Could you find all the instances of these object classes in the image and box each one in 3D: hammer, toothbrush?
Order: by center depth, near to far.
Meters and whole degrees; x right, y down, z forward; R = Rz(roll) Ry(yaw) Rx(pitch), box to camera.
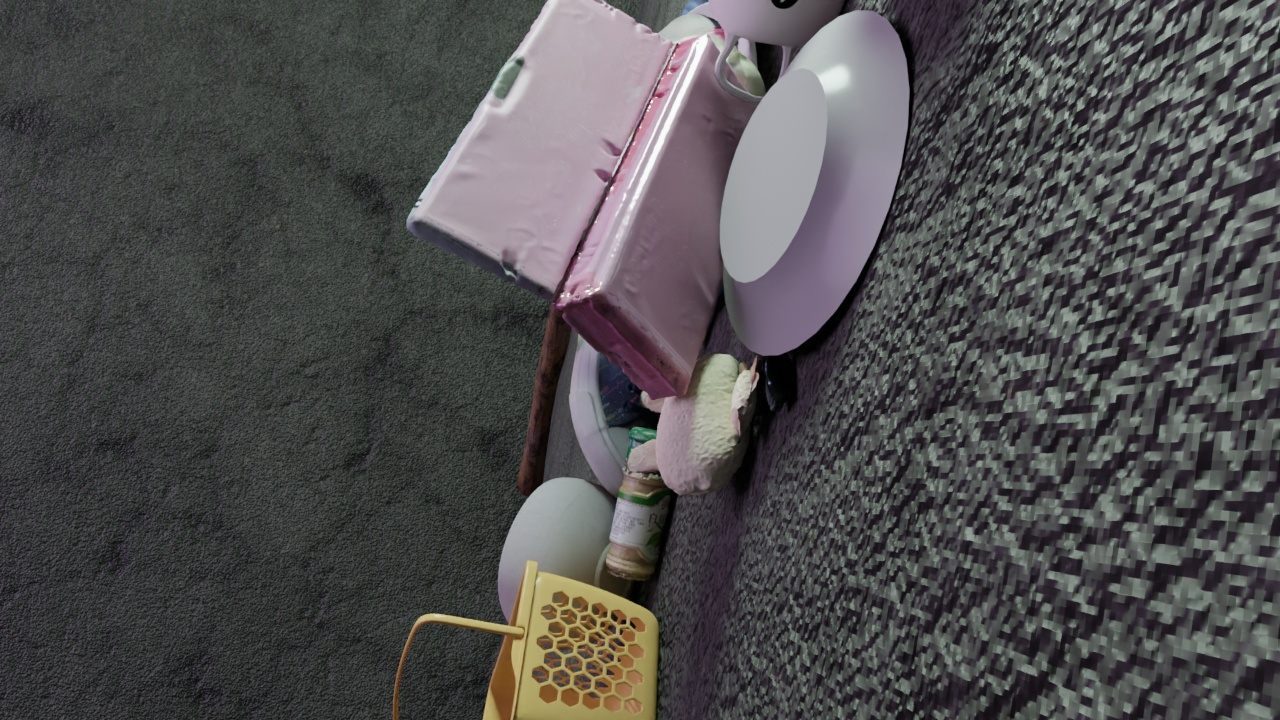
[{"bbox_3d":[0.073,-0.042,0.516,0.187,0.014,0.017,-85,3,-47],"label":"toothbrush"},{"bbox_3d":[-0.075,-0.003,0.794,0.119,0.033,0.331,-93,14,-54],"label":"hammer"}]

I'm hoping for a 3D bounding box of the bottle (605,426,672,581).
[{"bbox_3d":[0.001,0.106,0.682,0.043,0.042,0.110,-178,100,-82],"label":"bottle"}]

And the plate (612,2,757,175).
[{"bbox_3d":[0.043,-0.197,0.810,0.230,0.030,0.229,-30,54,54],"label":"plate"}]

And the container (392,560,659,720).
[{"bbox_3d":[-0.087,0.242,0.634,0.129,0.167,0.184,-86,12,-48],"label":"container"}]

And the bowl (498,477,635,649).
[{"bbox_3d":[-0.045,0.162,0.723,0.131,0.064,0.132,-15,-73,-57],"label":"bowl"}]

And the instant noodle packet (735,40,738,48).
[{"bbox_3d":[0.105,-0.333,0.606,0.269,0.057,0.146,128,161,-76],"label":"instant noodle packet"}]

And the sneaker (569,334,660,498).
[{"bbox_3d":[-0.005,0.005,0.779,0.079,0.087,0.235,-26,47,27],"label":"sneaker"}]

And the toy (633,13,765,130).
[{"bbox_3d":[0.023,-0.156,0.710,0.137,0.085,0.210,54,133,53],"label":"toy"}]

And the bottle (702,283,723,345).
[{"bbox_3d":[0.038,-0.069,0.661,0.048,0.048,0.131,-91,0,-60],"label":"bottle"}]

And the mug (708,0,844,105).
[{"bbox_3d":[0.075,-0.217,0.547,0.090,0.076,0.124,-96,20,-68],"label":"mug"}]

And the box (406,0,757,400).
[{"bbox_3d":[-0.007,-0.113,0.530,0.055,0.180,0.232,-29,34,49],"label":"box"}]

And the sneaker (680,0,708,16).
[{"bbox_3d":[0.029,-0.295,0.956,0.116,0.091,0.242,-94,19,-73],"label":"sneaker"}]

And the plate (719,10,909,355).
[{"bbox_3d":[0.072,-0.089,0.457,0.173,0.019,0.173,-169,91,-71],"label":"plate"}]

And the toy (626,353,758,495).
[{"bbox_3d":[0.037,0.034,0.516,0.113,0.050,0.087,-19,47,42],"label":"toy"}]
